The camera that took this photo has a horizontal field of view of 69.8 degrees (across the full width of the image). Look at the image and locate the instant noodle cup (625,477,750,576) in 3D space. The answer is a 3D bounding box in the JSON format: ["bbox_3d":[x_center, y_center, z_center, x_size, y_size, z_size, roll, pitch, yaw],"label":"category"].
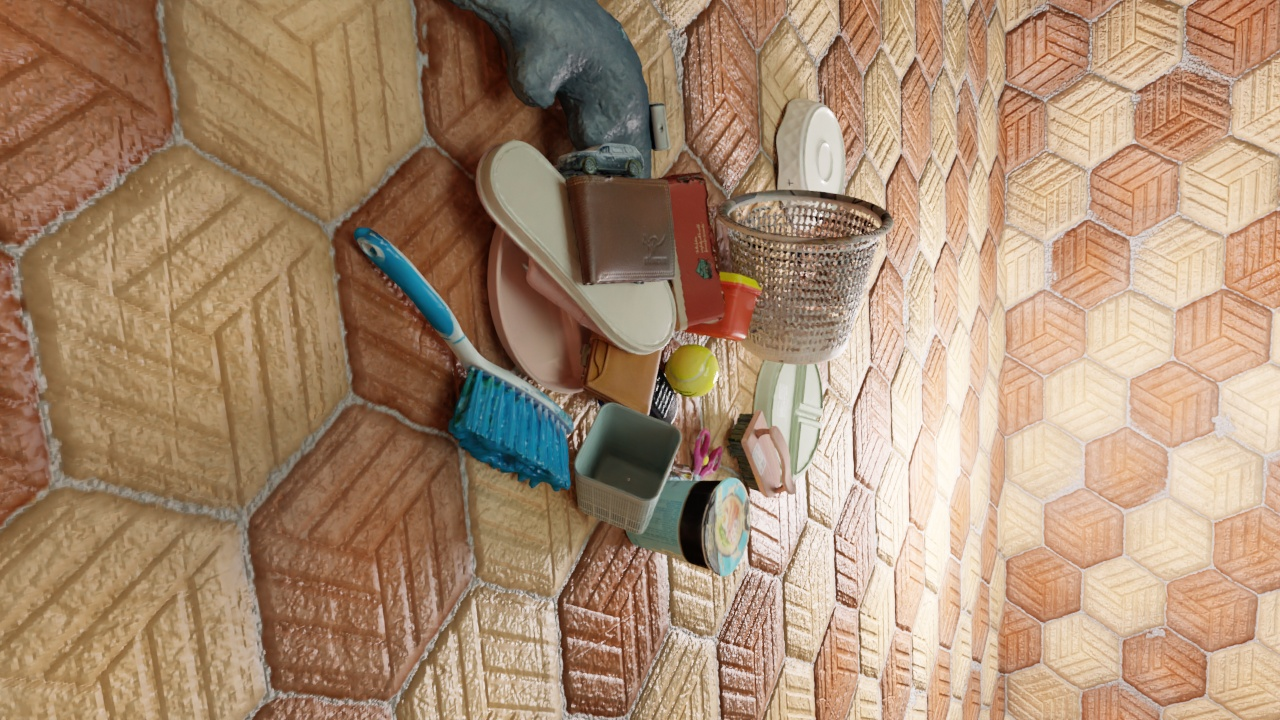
[{"bbox_3d":[0.050,0.185,1.062,0.111,0.121,0.111,-5,96,-55],"label":"instant noodle cup"}]

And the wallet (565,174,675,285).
[{"bbox_3d":[-0.015,-0.122,0.867,0.124,0.032,0.101,-8,91,-47],"label":"wallet"}]

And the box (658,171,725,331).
[{"bbox_3d":[0.048,-0.126,1.042,0.076,0.091,0.168,-15,105,-20],"label":"box"}]

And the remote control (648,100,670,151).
[{"bbox_3d":[0.014,-0.258,1.001,0.125,0.024,0.049,-109,-170,-71],"label":"remote control"}]

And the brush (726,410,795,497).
[{"bbox_3d":[0.176,0.141,1.298,0.063,0.073,0.146,-59,140,-37],"label":"brush"}]

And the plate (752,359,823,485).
[{"bbox_3d":[0.235,0.079,1.427,0.229,0.028,0.230,-3,94,-57],"label":"plate"}]

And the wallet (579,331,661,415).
[{"bbox_3d":[-0.015,-0.016,0.968,0.107,0.031,0.131,32,62,-45],"label":"wallet"}]

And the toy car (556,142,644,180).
[{"bbox_3d":[-0.038,-0.188,0.870,0.090,0.043,0.034,-9,99,-40],"label":"toy car"}]

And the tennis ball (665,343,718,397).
[{"bbox_3d":[0.063,0.012,1.119,0.065,0.066,0.065,-6,97,-57],"label":"tennis ball"}]

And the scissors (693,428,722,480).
[{"bbox_3d":[0.077,0.160,1.200,0.093,0.017,0.137,35,68,-54],"label":"scissors"}]

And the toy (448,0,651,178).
[{"bbox_3d":[-0.068,-0.280,0.877,0.356,0.091,0.137,38,71,-45],"label":"toy"}]

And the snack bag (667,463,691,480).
[{"bbox_3d":[0.047,0.181,1.141,0.048,0.026,0.104,11,83,-51],"label":"snack bag"}]

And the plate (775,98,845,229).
[{"bbox_3d":[0.272,-0.309,1.440,0.204,0.046,0.205,-4,94,-57],"label":"plate"}]

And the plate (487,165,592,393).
[{"bbox_3d":[-0.077,-0.081,0.932,0.229,0.028,0.229,-9,100,-57],"label":"plate"}]

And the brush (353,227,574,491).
[{"bbox_3d":[-0.151,0.013,0.807,0.314,0.061,0.109,42,52,-48],"label":"brush"}]

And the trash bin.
[{"bbox_3d":[0.212,-0.109,1.231,0.226,0.228,0.192,-36,134,-50],"label":"trash bin"}]

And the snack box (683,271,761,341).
[{"bbox_3d":[0.094,-0.068,1.144,0.082,0.091,0.080,10,91,-56],"label":"snack box"}]

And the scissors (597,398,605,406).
[{"bbox_3d":[-0.005,0.010,1.065,0.162,0.012,0.176,-30,115,-53],"label":"scissors"}]

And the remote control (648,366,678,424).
[{"bbox_3d":[0.006,0.026,1.045,0.136,0.024,0.053,56,48,-42],"label":"remote control"}]

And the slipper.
[{"bbox_3d":[-0.061,-0.099,0.877,0.274,0.055,0.114,41,55,-37],"label":"slipper"}]

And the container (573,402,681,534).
[{"bbox_3d":[-0.016,0.118,0.956,0.112,0.090,0.089,98,15,-57],"label":"container"}]
